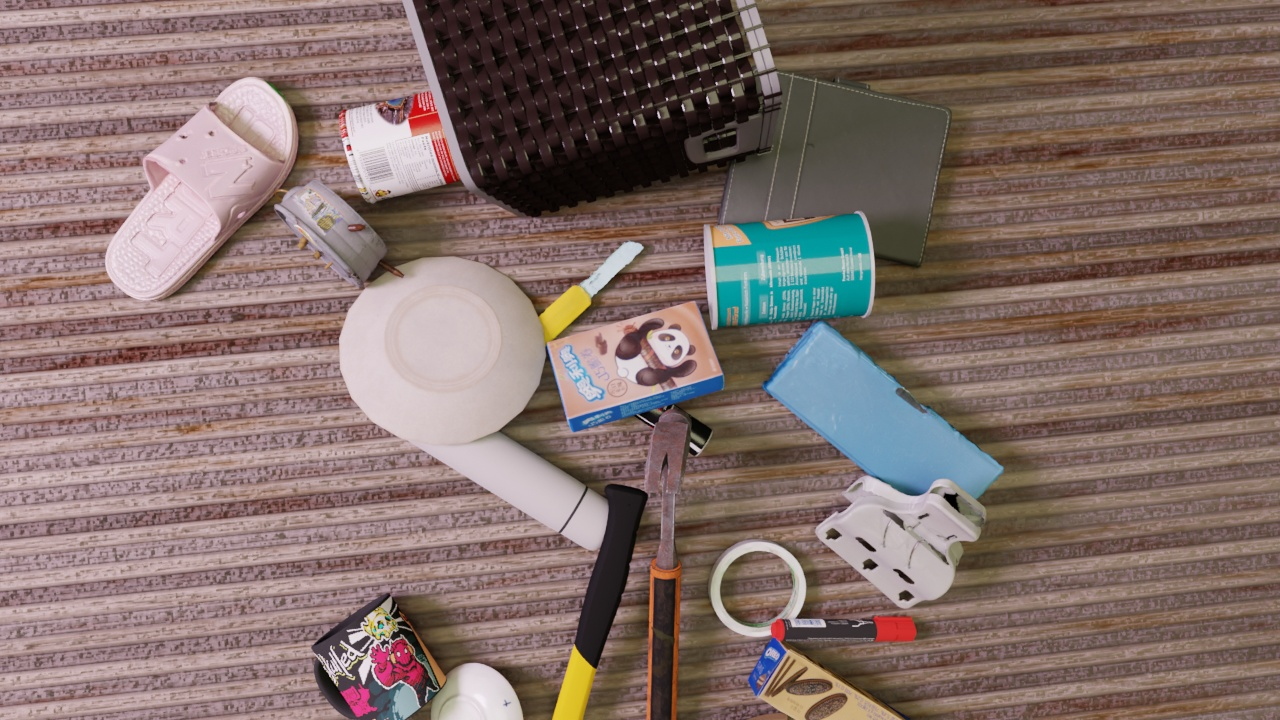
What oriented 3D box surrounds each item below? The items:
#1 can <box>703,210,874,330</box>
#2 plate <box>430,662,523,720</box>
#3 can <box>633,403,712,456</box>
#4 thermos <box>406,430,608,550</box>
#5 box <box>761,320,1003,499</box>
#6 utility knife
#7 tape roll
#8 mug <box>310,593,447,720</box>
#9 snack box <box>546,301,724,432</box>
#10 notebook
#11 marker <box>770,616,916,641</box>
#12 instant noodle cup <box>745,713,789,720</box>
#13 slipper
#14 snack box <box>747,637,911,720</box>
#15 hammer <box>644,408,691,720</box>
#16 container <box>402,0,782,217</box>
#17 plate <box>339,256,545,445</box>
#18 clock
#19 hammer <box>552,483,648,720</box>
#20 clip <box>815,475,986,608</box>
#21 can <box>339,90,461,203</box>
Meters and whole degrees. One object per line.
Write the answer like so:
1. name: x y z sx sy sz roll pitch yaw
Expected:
1. can: 0.135 -0.084 0.858 0.144 0.099 0.099 -5 90 2
2. plate: -0.159 0.338 0.856 0.104 0.026 0.104 -2 86 25
3. can: 0.029 0.059 0.891 0.080 0.031 0.031 34 87 -3
4. thermos: -0.122 0.106 0.871 0.224 0.052 0.052 32 87 -3
5. box: 0.237 0.062 0.906 0.231 0.054 0.093 38 104 -2
6. utility knife: -0.080 -0.040 0.892 0.217 0.019 0.030 -43 98 2
7. tape roll: 0.115 0.223 0.902 0.094 0.018 0.094 0 90 -5
8. mug: -0.254 0.288 0.854 0.118 0.081 0.098 -33 92 24
9. snack box: -0.005 0.005 0.871 0.151 0.034 0.087 -16 60 -3
10. notebook: 0.193 -0.193 0.907 0.209 0.029 0.169 11 91 -7
11. marker: 0.198 0.262 0.896 0.145 0.021 0.023 4 67 -12
12. instant noodle cup: 0.127 0.401 0.870 0.100 0.100 0.112 -17 80 -4
13. slipper: -0.410 -0.158 0.850 0.094 0.064 0.239 38 89 -3
14. snack box: 0.208 0.346 0.888 0.207 0.056 0.057 32 87 -3
15. hammer: 0.023 0.214 0.840 0.035 0.137 0.315 3 104 6
16. container: -0.039 -0.272 0.776 0.244 0.247 0.245 -18 90 7
17. plate: -0.182 -0.016 0.850 0.188 0.027 0.188 3 70 -9
18. clock: -0.292 -0.122 0.846 0.148 0.104 0.056 36 76 27
19. hammer: -0.050 0.270 0.858 0.127 0.029 0.324 15 99 -6
20. clip: 0.261 0.156 0.880 0.126 0.098 0.153 38 124 -4
21. can: -0.208 -0.202 0.851 0.116 0.086 0.086 -15 90 -4
